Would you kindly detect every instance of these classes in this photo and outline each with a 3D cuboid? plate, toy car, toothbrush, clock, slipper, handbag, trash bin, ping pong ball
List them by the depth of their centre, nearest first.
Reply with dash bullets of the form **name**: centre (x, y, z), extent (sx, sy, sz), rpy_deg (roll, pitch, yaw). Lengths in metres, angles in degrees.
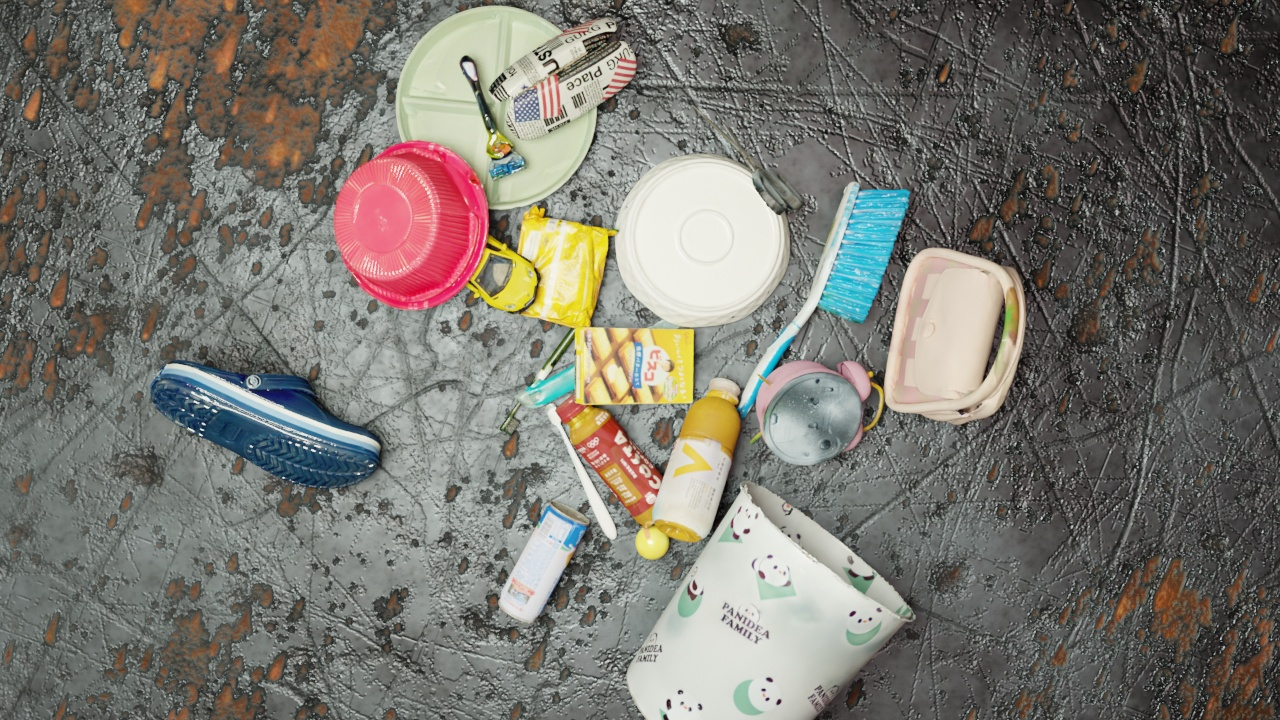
- **handbag**: centre (0.351, -0.024, 0.984), extent (0.093, 0.234, 0.193), rpy_deg (11, 92, -4)
- **trash bin**: centre (0.129, 0.301, 1.009), extent (0.229, 0.229, 0.252), rpy_deg (36, 97, -3)
- **slipper**: centre (-0.415, 0.063, 1.037), extent (0.252, 0.105, 0.095), rpy_deg (25, 50, -16)
- **toy car**: centre (-0.180, -0.111, 1.038), extent (0.156, 0.041, 0.071), rpy_deg (35, 98, 19)
- **plate**: centre (-0.165, -0.288, 1.057), extent (0.230, 0.027, 0.230), rpy_deg (0, 93, -2)
- **clock**: centre (0.207, 0.056, 1.057), extent (0.158, 0.059, 0.117), rpy_deg (-1, 113, -10)
- **plate**: centre (0.073, -0.140, 1.062), extent (0.205, 0.045, 0.205), rpy_deg (0, 91, -2)
- **ping pong ball**: centre (0.014, 0.214, 1.081), extent (0.040, 0.040, 0.040), rpy_deg (0, 93, -2)
- **toothbrush**: centre (-0.107, 0.010, 1.082), extent (0.017, 0.012, 0.186), rpy_deg (36, 91, -9)
- **toothbrush**: centre (-0.069, 0.132, 1.089), extent (0.016, 0.016, 0.180), rpy_deg (-25, 96, 6)

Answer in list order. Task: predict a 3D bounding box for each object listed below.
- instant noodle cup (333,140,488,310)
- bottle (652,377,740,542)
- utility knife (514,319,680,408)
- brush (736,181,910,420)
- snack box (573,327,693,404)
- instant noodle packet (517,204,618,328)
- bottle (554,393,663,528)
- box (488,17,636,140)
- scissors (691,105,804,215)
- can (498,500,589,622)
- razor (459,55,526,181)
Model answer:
- **instant noodle cup**: centre (-0.266, -0.151, 1.011), extent (0.194, 0.065, 0.194), rpy_deg (1, 92, 20)
- **bottle**: centre (0.070, 0.109, 1.041), extent (0.068, 0.068, 0.189), rpy_deg (22, 65, -3)
- **utility knife**: centre (-0.045, -0.001, 1.079), extent (0.222, 0.013, 0.029), rpy_deg (-29, 97, -6)
- **brush**: centre (0.212, -0.061, 1.073), extent (0.109, 0.060, 0.314), rpy_deg (19, 94, 3)
- **snack box**: centre (-0.006, 0.006, 1.052), extent (0.140, 0.034, 0.087), rpy_deg (0, 92, -26)
- **instant noodle packet**: centre (-0.093, -0.106, 1.059), extent (0.111, 0.044, 0.128), rpy_deg (14, 90, 3)
- **bottle**: centre (-0.030, 0.112, 1.066), extent (0.057, 0.057, 0.175), rpy_deg (-40, 93, 0)
- **box**: centre (-0.084, -0.311, 1.025), extent (0.162, 0.076, 0.087), rpy_deg (-31, 121, -4)
- **scissors**: centre (0.124, -0.224, 1.040), extent (0.181, 0.159, 0.014), rpy_deg (32, 120, -27)
- **can**: centre (-0.114, 0.235, 1.072), extent (0.053, 0.053, 0.134), rpy_deg (28, 91, -3)
- **razor**: centre (-0.173, -0.277, 1.033), extent (0.042, 0.022, 0.142), rpy_deg (-21, 93, -3)
